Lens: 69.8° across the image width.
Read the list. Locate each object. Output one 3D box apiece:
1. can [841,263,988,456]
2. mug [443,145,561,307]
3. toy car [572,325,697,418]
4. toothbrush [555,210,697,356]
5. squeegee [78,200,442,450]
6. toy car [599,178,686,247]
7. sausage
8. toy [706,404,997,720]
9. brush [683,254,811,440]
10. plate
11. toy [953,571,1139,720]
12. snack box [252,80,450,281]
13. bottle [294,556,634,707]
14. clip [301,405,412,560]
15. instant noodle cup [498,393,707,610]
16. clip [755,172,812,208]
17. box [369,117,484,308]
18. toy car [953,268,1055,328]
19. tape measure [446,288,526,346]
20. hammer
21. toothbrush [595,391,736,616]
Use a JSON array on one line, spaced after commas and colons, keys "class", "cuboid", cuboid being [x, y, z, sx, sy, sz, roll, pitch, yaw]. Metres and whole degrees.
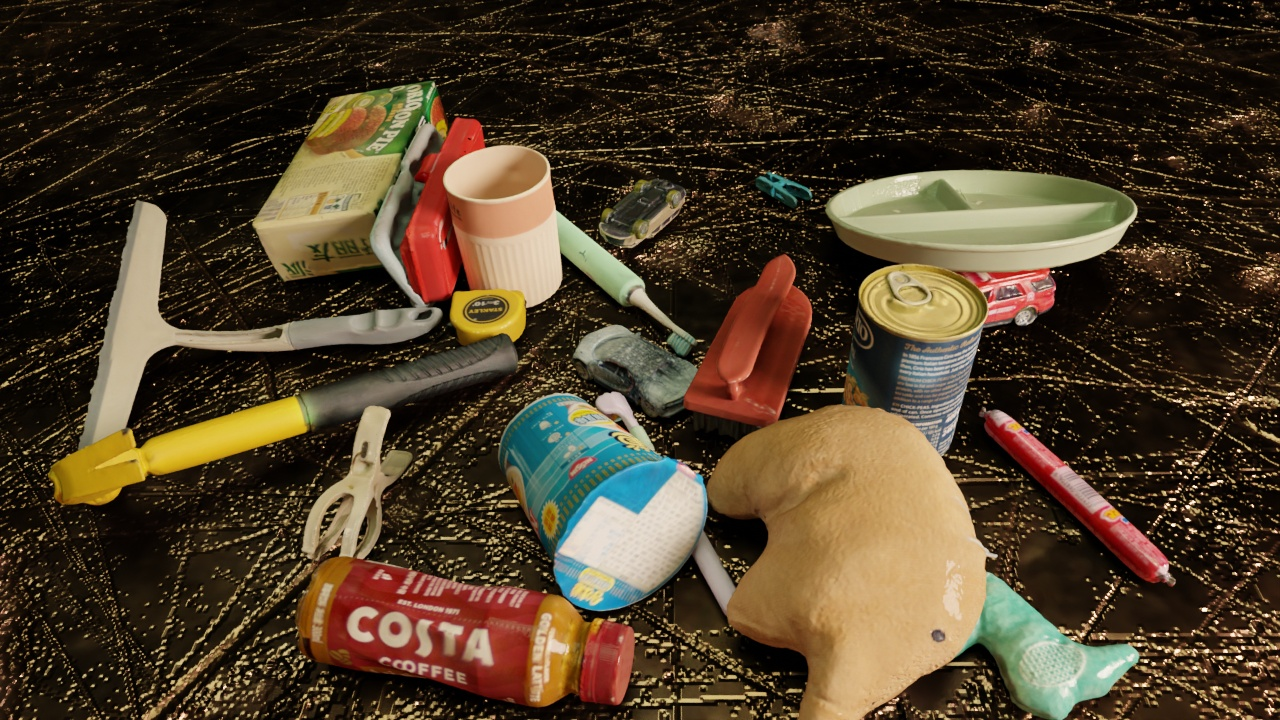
[{"class": "can", "cuboid": [0.170, 0.005, 0.583, 0.075, 0.111, 0.075, -1, 40, 1]}, {"class": "mug", "cuboid": [-0.105, -0.115, 0.746, 0.082, 0.106, 0.114, 3, 42, 8]}, {"class": "toy car", "cuboid": [-0.004, 0.004, 0.660, 0.106, 0.031, 0.048, 28, 50, 32]}, {"class": "toothbrush", "cuboid": [-0.024, -0.069, 0.748, 0.027, 0.026, 0.224, -52, 50, 5]}, {"class": "squeegee", "cuboid": [-0.277, -0.023, 0.709, 0.246, 0.039, 0.246, -3, 59, -7]}, {"class": "toy car", "cuboid": [0.002, -0.126, 0.803, 0.042, 0.035, 0.090, 23, 49, 29]}, {"class": "sausage", "cuboid": [0.262, 0.078, 0.561, 0.020, 0.020, 0.155, -19, 44, -16]}, {"class": "toy", "cuboid": [0.115, 0.115, 0.491, 0.143, 0.082, 0.225, -21, 41, 13]}, {"class": "brush", "cuboid": [0.083, -0.013, 0.642, 0.063, 0.069, 0.145, 13, 44, 17]}, {"class": "plate", "cuboid": [0.264, -0.114, 0.730, 0.230, 0.027, 0.229, -5, 24, 2]}, {"class": "toy", "cuboid": [0.192, 0.150, 0.481, 0.096, 0.030, 0.092, -27, 41, -13]}, {"class": "snack box", "cuboid": [-0.257, -0.172, 0.847, 0.114, 0.063, 0.239, -7, 41, 8]}, {"class": "bottle", "cuboid": [-0.092, 0.146, 0.487, 0.175, 0.058, 0.057, 7, 43, 13]}, {"class": "clip", "cuboid": [-0.177, 0.085, 0.583, 0.034, 0.064, 0.098, 5, 50, 12]}, {"class": "instant noodle cup", "cuboid": [-0.030, 0.074, 0.543, 0.099, 0.099, 0.110, -24, 36, -21]}, {"class": "clip", "cuboid": [0.131, -0.158, 0.844, 0.041, 0.014, 0.056, -30, 49, -26]}, {"class": "box", "cuboid": [-0.180, -0.128, 0.785, 0.068, 0.091, 0.200, 0, 41, 3]}, {"class": "toy car", "cuboid": [0.251, -0.051, 0.690, 0.120, 0.045, 0.053, -14, 41, -8]}, {"class": "tape measure", "cuboid": [-0.118, -0.030, 0.710, 0.060, 0.029, 0.057, -4, 40, 0]}, {"class": "hammer", "cuboid": [-0.224, 0.035, 0.613, 0.300, 0.033, 0.129, -18, -1, -26]}, {"class": "toothbrush", "cuboid": [0.017, 0.085, 0.576, 0.029, 0.021, 0.189, 10, 32, -36]}]
